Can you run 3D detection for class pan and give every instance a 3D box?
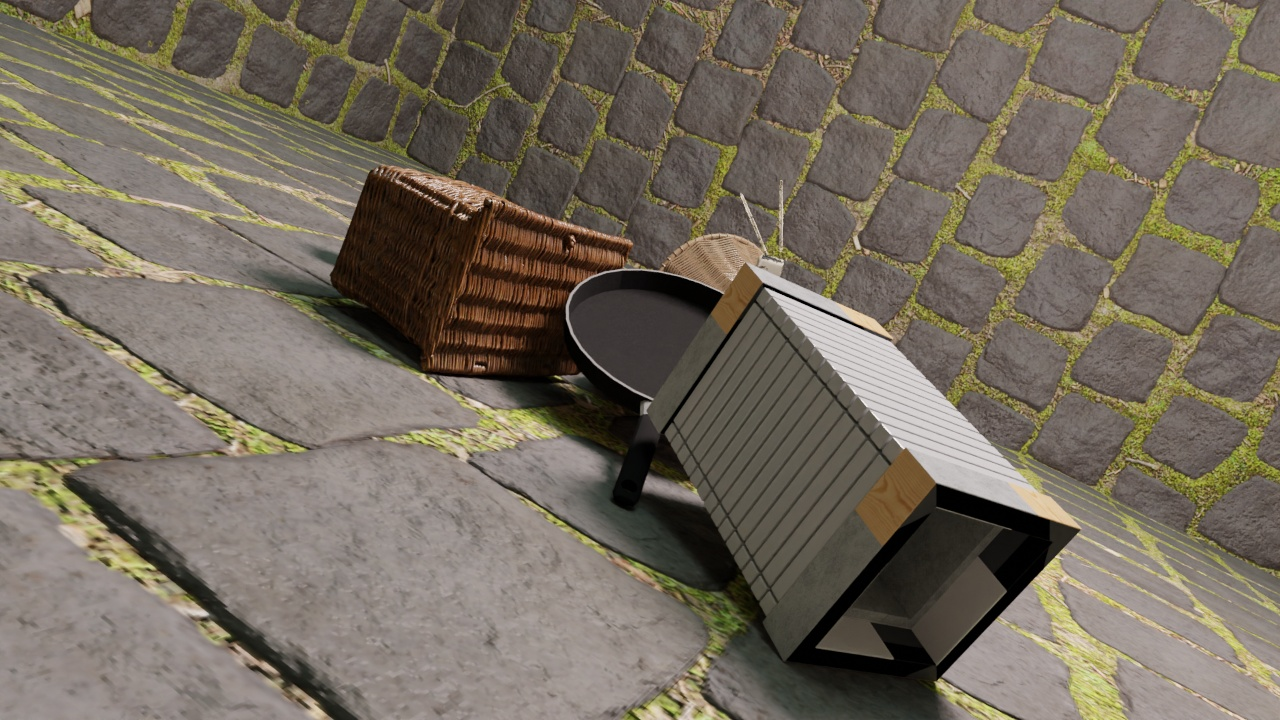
[{"bbox_3d":[0.021,0.021,0.827,0.225,0.034,0.355,21,35,1],"label":"pan"}]

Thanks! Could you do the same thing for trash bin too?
[{"bbox_3d":[0.137,0.071,0.641,0.142,0.143,0.246,19,25,-32],"label":"trash bin"}]

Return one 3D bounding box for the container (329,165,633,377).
[{"bbox_3d":[-0.164,-0.093,0.912,0.183,0.162,0.249,29,12,26],"label":"container"}]

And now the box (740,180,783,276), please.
[{"bbox_3d":[0.146,-0.119,1.123,0.066,0.186,0.145,0,1,8],"label":"box"}]

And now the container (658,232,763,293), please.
[{"bbox_3d":[0.146,-0.068,1.464,0.226,0.227,0.196,20,17,-24],"label":"container"}]
